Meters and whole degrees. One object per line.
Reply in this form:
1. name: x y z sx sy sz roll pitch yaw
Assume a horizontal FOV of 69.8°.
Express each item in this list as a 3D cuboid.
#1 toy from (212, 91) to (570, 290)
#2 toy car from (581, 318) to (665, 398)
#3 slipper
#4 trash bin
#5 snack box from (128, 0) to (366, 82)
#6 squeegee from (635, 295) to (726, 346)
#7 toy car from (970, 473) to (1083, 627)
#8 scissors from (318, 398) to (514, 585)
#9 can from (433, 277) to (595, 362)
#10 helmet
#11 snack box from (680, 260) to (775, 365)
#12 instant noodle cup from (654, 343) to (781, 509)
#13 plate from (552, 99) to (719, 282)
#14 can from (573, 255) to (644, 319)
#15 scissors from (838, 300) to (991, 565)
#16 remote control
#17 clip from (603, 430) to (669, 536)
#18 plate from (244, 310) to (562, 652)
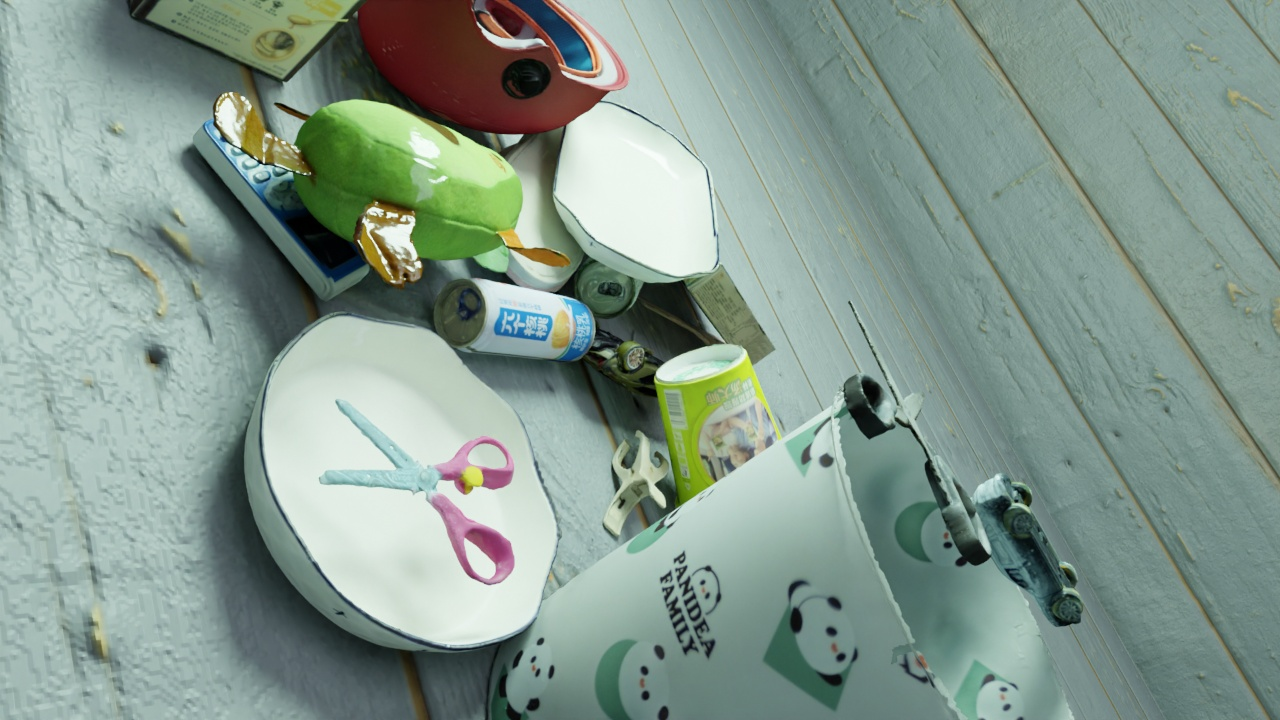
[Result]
1. toy: -0.147 -0.112 0.590 0.227 0.090 0.246 34 15 7
2. toy car: -0.005 0.005 0.810 0.070 0.042 0.158 31 4 41
3. slipper: -0.092 -0.145 0.831 0.114 0.055 0.273 45 30 -24
4. trash bin: 0.067 0.173 0.508 0.229 0.252 0.229 42 28 -29
5. snack box: -0.243 -0.249 0.591 0.113 0.126 0.053 13 50 -56
6. squeegee: 0.099 0.051 0.969 0.247 0.040 0.249 23 42 -52
7. toy car: 0.216 0.107 0.513 0.090 0.034 0.042 58 22 -2
8. scissors: -0.109 0.072 0.483 0.133 0.017 0.118 10 56 -53
9. can: -0.092 -0.029 0.693 0.134 0.053 0.053 7 54 -59
10. helmet: -0.139 -0.275 0.787 0.240 0.144 0.206 31 31 -37
11. snack box: 0.059 -0.101 0.978 0.182 0.046 0.178 60 8 35
12. instant noodle cup: 0.066 0.055 0.770 0.111 0.112 0.123 -53 129 -64
13. plate: -0.007 -0.154 0.842 0.162 0.034 0.265 22 37 -18
14. can: -0.023 -0.085 0.860 0.058 0.058 0.146 52 17 -11
15. scissors: 0.142 0.028 0.503 0.159 0.014 0.178 32 31 -45
16. remote control: -0.221 -0.095 0.570 0.125 0.024 0.048 52 25 -9
17. clip: -0.002 0.096 0.729 0.034 0.070 0.099 49 19 -20
18. plate: -0.131 0.070 0.516 0.205 0.046 0.204 43 28 -30
